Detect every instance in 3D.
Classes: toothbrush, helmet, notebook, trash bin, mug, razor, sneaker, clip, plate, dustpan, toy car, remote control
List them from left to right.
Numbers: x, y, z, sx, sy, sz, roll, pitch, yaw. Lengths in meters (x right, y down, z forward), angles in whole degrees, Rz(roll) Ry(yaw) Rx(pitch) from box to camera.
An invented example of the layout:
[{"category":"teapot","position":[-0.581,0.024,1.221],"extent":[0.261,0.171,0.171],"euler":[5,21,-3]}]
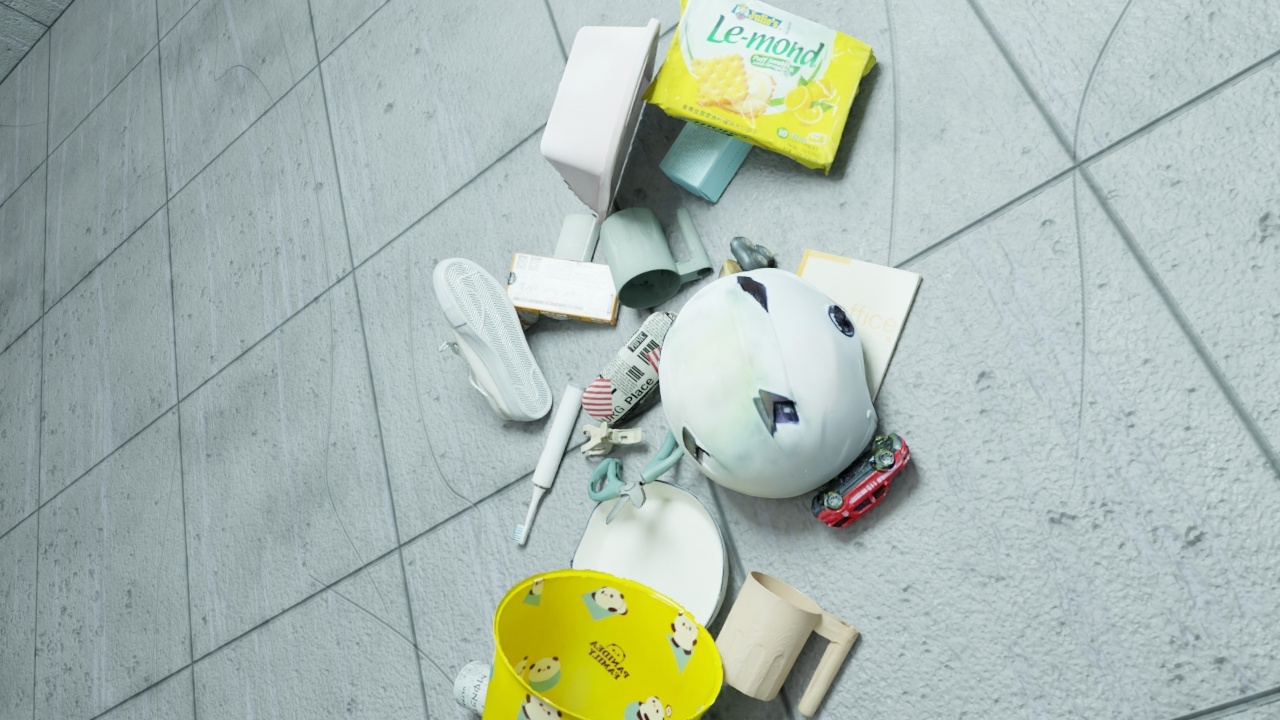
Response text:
[{"category":"sneaker","position":[-0.209,-0.024,1.212],"extent":[0.091,0.242,0.089],"euler":[-9,26,43]},{"category":"toothbrush","position":[-0.120,0.134,1.196],"extent":[0.026,0.026,0.221],"euler":[19,87,15]},{"category":"remote control","position":[-0.097,-0.129,1.265],"extent":[0.058,0.021,0.150],"euler":[12,82,37]},{"category":"trash bin","position":[-0.062,0.384,0.934],"extent":[0.230,0.229,0.256],"euler":[32,115,37]},{"category":"clip","position":[-0.040,0.095,1.140],"extent":[0.099,0.066,0.034],"euler":[-22,60,53]},{"category":"dustpan","position":[-0.011,-0.289,1.127],"extent":[0.139,0.273,0.222],"euler":[15,89,26]},{"category":"plate","position":[0.014,0.242,1.059],"extent":[0.205,0.045,0.204],"euler":[-12,69,32]},{"category":"mug","position":[0.017,-0.136,1.162],"extent":[0.124,0.084,0.103],"euler":[-18,62,-1]},{"category":"razor","position":[0.102,-0.064,1.090],"extent":[0.167,0.062,0.067],"euler":[-63,23,8]},{"category":"helmet","position":[0.108,0.020,0.967],"extent":[0.230,0.145,0.258],"euler":[-27,72,33]},{"category":"mug","position":[0.144,0.292,0.941],"extent":[0.125,0.084,0.103],"euler":[27,93,11]},{"category":"notebook","position":[0.211,-0.016,1.025],"extent":[0.146,0.010,0.206],"euler":[20,88,37]},{"category":"toy car","position":[0.229,0.125,0.944],"extent":[0.045,0.052,0.121],"euler":[42,108,-4]}]

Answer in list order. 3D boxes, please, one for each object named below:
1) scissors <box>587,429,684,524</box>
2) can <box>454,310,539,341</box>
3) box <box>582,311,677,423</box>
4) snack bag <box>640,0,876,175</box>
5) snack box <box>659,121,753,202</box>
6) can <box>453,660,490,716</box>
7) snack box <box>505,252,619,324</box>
[{"category":"scissors","position":[0.006,0.122,1.078],"extent":[0.181,0.019,0.170],"euler":[-38,16,-5]},{"category":"can","position":[-0.202,-0.052,1.289],"extent":[0.116,0.058,0.058],"euler":[-31,60,23]},{"category":"box","position":[-0.007,0.007,1.121],"extent":[0.163,0.087,0.076],"euler":[-47,62,10]},{"category":"snack bag","position":[0.139,-0.325,1.071],"extent":[0.246,0.068,0.158],"euler":[20,86,-4]},{"category":"snack box","position":[0.105,-0.293,1.159],"extent":[0.074,0.051,0.175],"euler":[39,98,37]},{"category":"can","position":[-0.158,0.415,1.114],"extent":[0.147,0.058,0.058],"euler":[9,81,36]},{"category":"snack box","position":[-0.102,-0.096,1.219],"extent":[0.154,0.026,0.075],"euler":[9,79,12]}]
